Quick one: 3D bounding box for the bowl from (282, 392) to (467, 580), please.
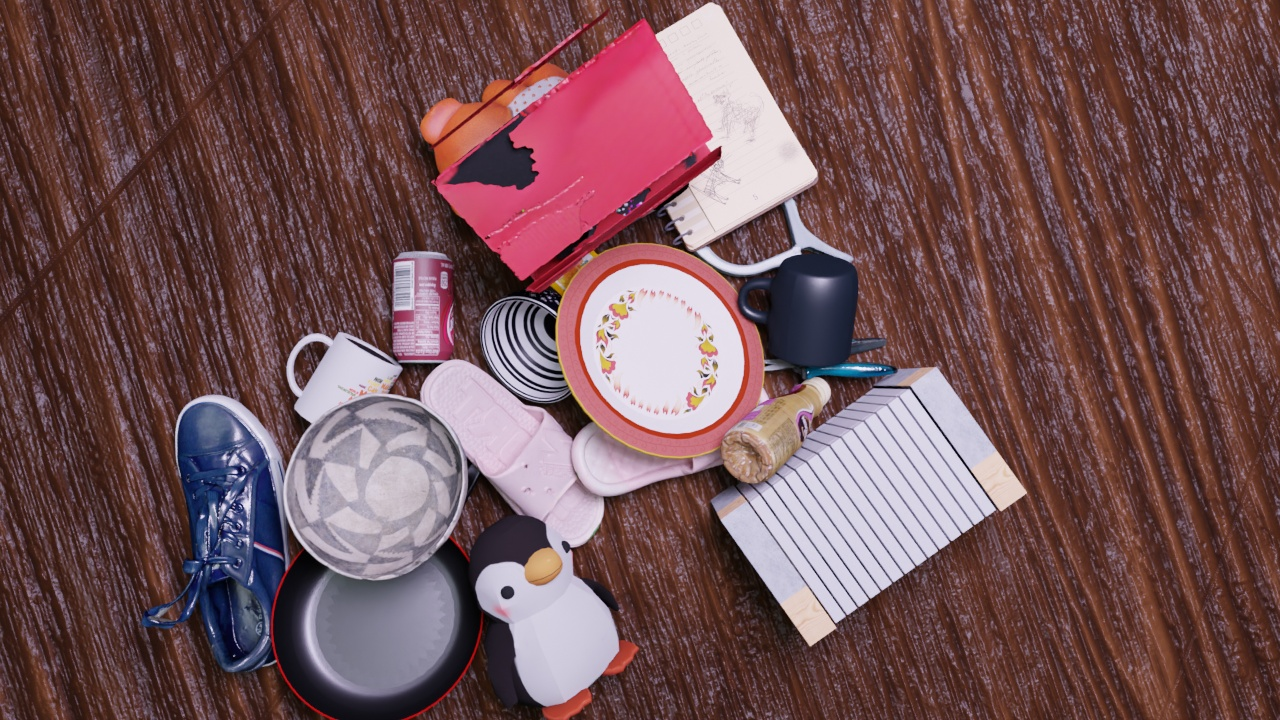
[{"bbox_3d":[-0.253,0.126,0.913,0.178,0.081,0.178,0,77,1],"label":"bowl"}]

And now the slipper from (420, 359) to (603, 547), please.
[{"bbox_3d":[-0.124,0.091,0.944,0.239,0.064,0.094,45,69,-5],"label":"slipper"}]

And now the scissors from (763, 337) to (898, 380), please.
[{"bbox_3d":[0.201,0.000,0.968,0.149,0.019,0.122,22,46,31],"label":"scissors"}]

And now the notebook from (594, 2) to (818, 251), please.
[{"bbox_3d":[0.062,-0.246,0.971,0.167,0.024,0.225,-29,82,3],"label":"notebook"}]

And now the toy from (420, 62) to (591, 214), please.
[{"bbox_3d":[-0.132,-0.224,0.964,0.172,0.093,0.164,-21,91,-12],"label":"toy"}]

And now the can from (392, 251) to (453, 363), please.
[{"bbox_3d":[-0.230,-0.055,0.969,0.063,0.063,0.114,0,89,1],"label":"can"}]

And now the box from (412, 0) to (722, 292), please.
[{"bbox_3d":[-0.038,-0.156,0.807,0.211,0.318,0.121,-36,86,5],"label":"box"}]

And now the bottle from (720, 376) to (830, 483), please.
[{"bbox_3d":[0.143,0.062,0.922,0.060,0.165,0.060,18,122,30],"label":"bottle"}]

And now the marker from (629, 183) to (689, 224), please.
[{"bbox_3d":[-0.006,-0.158,0.964,0.139,0.016,0.022,-23,55,31],"label":"marker"}]

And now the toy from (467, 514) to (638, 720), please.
[{"bbox_3d":[-0.111,0.242,0.920,0.158,0.140,0.184,-33,108,-40],"label":"toy"}]

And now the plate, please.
[{"bbox_3d":[0.021,-0.011,0.928,0.229,0.021,0.229,9,67,-22],"label":"plate"}]

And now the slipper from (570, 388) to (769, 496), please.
[{"bbox_3d":[0.033,0.071,0.952,0.221,0.056,0.106,-20,84,-14],"label":"slipper"}]

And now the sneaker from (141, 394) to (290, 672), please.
[{"bbox_3d":[-0.433,0.179,0.939,0.121,0.127,0.294,-13,87,-1],"label":"sneaker"}]

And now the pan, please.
[{"bbox_3d":[-0.229,0.203,0.963,0.209,0.067,0.355,32,73,4],"label":"pan"}]

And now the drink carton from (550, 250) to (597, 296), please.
[{"bbox_3d":[-0.041,-0.067,0.977,0.122,0.040,0.058,44,90,1],"label":"drink carton"}]

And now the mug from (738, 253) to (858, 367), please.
[{"bbox_3d":[0.160,-0.057,0.941,0.122,0.085,0.095,11,116,18],"label":"mug"}]

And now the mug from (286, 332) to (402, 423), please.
[{"bbox_3d":[-0.318,0.020,0.960,0.105,0.073,0.089,31,89,-10],"label":"mug"}]

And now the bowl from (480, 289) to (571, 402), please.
[{"bbox_3d":[-0.099,-0.024,0.957,0.120,0.066,0.120,13,122,22],"label":"bowl"}]

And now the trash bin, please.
[{"bbox_3d":[0.216,0.136,0.918,0.247,0.142,0.142,-35,88,0],"label":"trash bin"}]

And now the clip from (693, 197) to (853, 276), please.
[{"bbox_3d":[0.150,-0.158,0.983,0.174,0.030,0.159,10,90,1],"label":"clip"}]
